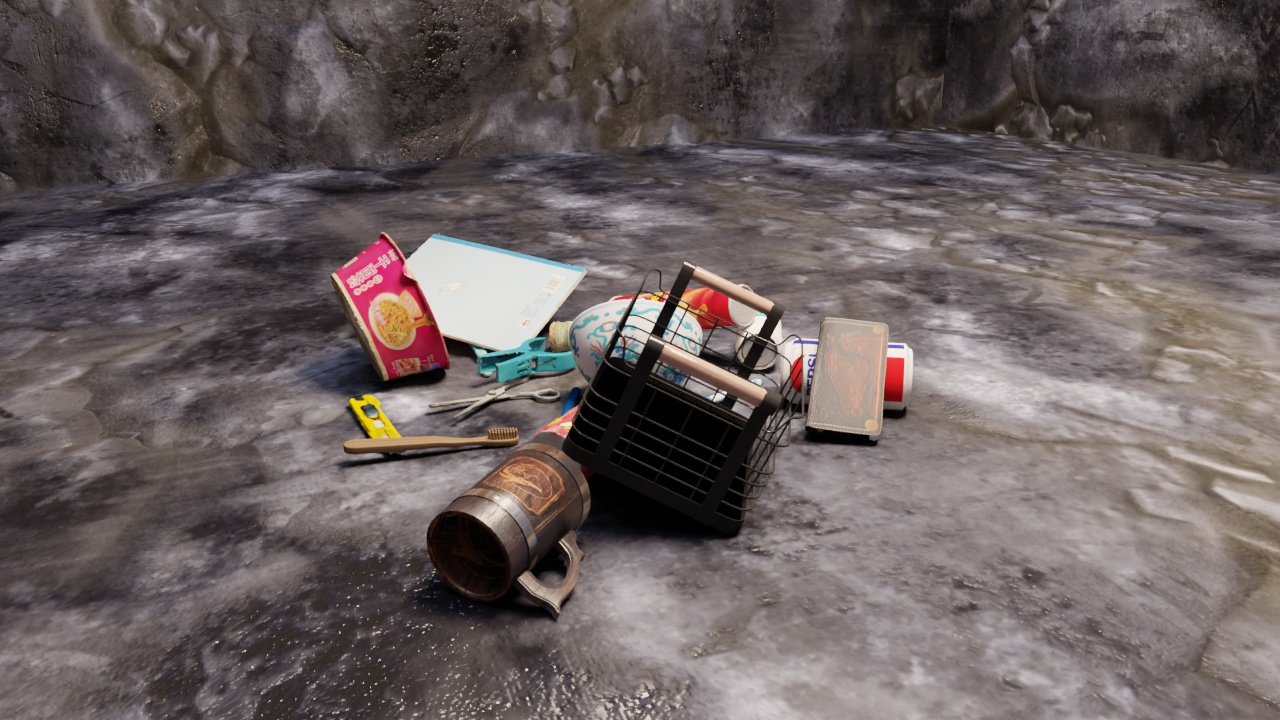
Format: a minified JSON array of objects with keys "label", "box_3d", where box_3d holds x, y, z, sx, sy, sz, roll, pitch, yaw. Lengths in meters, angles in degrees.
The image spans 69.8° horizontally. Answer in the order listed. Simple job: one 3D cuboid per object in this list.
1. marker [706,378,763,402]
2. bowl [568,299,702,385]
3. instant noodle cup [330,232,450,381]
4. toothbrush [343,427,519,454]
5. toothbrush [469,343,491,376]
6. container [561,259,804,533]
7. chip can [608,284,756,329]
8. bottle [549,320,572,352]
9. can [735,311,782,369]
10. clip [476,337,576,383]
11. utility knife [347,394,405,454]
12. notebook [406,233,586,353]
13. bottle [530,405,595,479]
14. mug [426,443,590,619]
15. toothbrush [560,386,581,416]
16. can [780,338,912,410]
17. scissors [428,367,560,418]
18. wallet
[{"label":"marker","box_3d":[0.082,0.041,0.993,0.141,0.013,0.013,-17,26,-37]},{"label":"bowl","box_3d":[-0.006,0.006,0.972,0.144,0.144,0.074,0,60,3]},{"label":"instant noodle cup","box_3d":[-0.297,-0.053,1.072,0.077,0.179,0.179,-28,29,-19]},{"label":"toothbrush","box_3d":[-0.201,0.078,0.890,0.166,0.016,0.016,-2,26,-14]},{"label":"toothbrush","box_3d":[-0.199,-0.010,1.142,0.022,0.017,0.135,-3,20,-16]},{"label":"container","box_3d":[0.048,0.019,0.803,0.163,0.130,0.240,25,23,0]},{"label":"chip can","box_3d":[0.046,-0.062,1.139,0.051,0.052,0.215,-21,13,-42]},{"label":"bottle","box_3d":[-0.058,-0.029,1.153,0.111,0.043,0.043,0,20,6]},{"label":"can","box_3d":[0.144,-0.028,1.111,0.055,0.055,0.101,1,21,7]},{"label":"clip","box_3d":[-0.143,-0.008,1.093,0.129,0.031,0.121,-5,25,-28]},{"label":"utility knife","box_3d":[-0.272,0.065,0.952,0.030,0.017,0.165,-17,29,-25]},{"label":"notebook","box_3d":[-0.222,-0.093,1.218,0.254,0.009,0.180,15,48,22]},{"label":"bottle","box_3d":[-0.040,0.067,0.862,0.062,0.062,0.137,11,25,29]},{"label":"mug","box_3d":[-0.084,0.130,0.690,0.116,0.080,0.107,33,32,13]},{"label":"toothbrush","box_3d":[-0.079,0.061,0.948,0.014,0.014,0.167,11,21,1]},{"label":"can","box_3d":[0.217,0.014,0.971,0.132,0.070,0.070,3,21,12]},{"label":"scissors","box_3d":[-0.161,0.034,1.028,0.141,0.014,0.161,0,20,-7]},{"label":"wallet","box_3d":[0.208,0.018,0.919,0.072,0.019,0.122,7,66,11]}]
